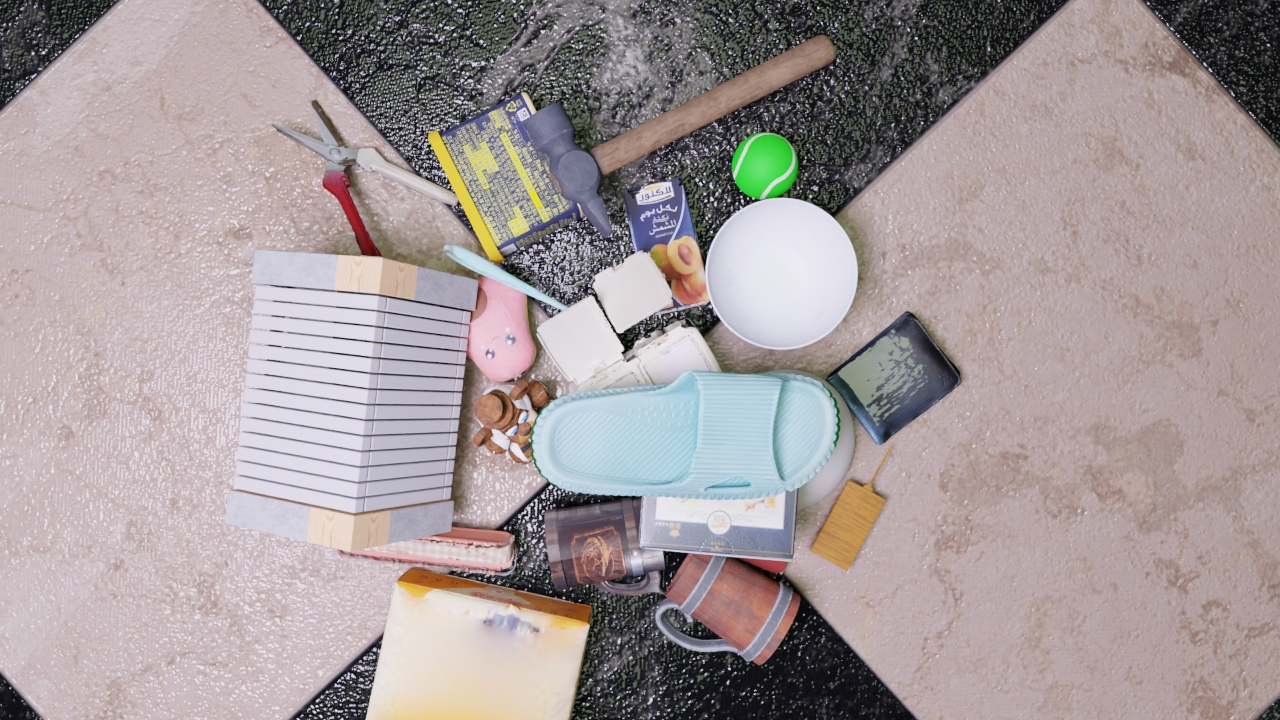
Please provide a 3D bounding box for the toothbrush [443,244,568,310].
[{"bbox_3d":[-0.111,-0.071,0.903,0.180,0.017,0.016,26,75,-22],"label":"toothbrush"}]

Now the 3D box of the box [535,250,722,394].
[{"bbox_3d":[-0.005,0.005,0.879,0.143,0.080,0.180,-32,114,0],"label":"box"}]

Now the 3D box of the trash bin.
[{"bbox_3d":[-0.263,0.033,0.853,0.143,0.142,0.247,6,90,24],"label":"trash bin"}]

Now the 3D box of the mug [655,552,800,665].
[{"bbox_3d":[0.080,0.248,0.910,0.111,0.081,0.118,32,114,4],"label":"mug"}]

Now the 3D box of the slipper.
[{"bbox_3d":[0.039,0.067,0.799,0.276,0.069,0.116,-2,88,1],"label":"slipper"}]

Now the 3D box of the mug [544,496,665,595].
[{"bbox_3d":[-0.032,0.193,0.913,0.107,0.080,0.116,-10,118,-1],"label":"mug"}]

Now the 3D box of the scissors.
[{"bbox_3d":[-0.275,-0.182,0.925,0.179,0.015,0.198,-3,68,-17],"label":"scissors"}]

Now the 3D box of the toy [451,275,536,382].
[{"bbox_3d":[-0.144,-0.031,0.918,0.090,0.051,0.110,-32,86,-3],"label":"toy"}]

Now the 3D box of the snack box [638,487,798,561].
[{"bbox_3d":[0.074,0.106,0.852,0.144,0.042,0.145,5,86,-1],"label":"snack box"}]

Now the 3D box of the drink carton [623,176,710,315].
[{"bbox_3d":[0.026,-0.115,0.923,0.064,0.040,0.130,-14,90,0],"label":"drink carton"}]

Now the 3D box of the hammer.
[{"bbox_3d":[0.057,-0.241,0.893,0.321,0.040,0.129,-30,95,-14],"label":"hammer"}]

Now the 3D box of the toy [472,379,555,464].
[{"bbox_3d":[-0.124,0.056,0.892,0.067,0.112,0.087,39,91,12],"label":"toy"}]

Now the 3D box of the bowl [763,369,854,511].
[{"bbox_3d":[0.145,0.086,0.904,0.149,0.043,0.149,-1,101,-6],"label":"bowl"}]

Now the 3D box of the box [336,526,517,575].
[{"bbox_3d":[-0.218,0.189,0.920,0.187,0.056,0.067,5,122,2],"label":"box"}]

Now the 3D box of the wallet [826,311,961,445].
[{"bbox_3d":[0.258,0.018,0.928,0.115,0.026,0.089,-39,91,1],"label":"wallet"}]

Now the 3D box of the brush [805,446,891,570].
[{"bbox_3d":[0.220,0.147,0.931,0.048,0.017,0.126,29,90,1],"label":"brush"}]

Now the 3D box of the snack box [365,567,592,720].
[{"bbox_3d":[-0.157,0.300,0.904,0.195,0.080,0.145,12,91,1],"label":"snack box"}]

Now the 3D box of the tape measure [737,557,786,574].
[{"bbox_3d":[0.126,0.184,0.932,0.059,0.019,0.051,24,88,-6],"label":"tape measure"}]

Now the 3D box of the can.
[{"bbox_3d":[-0.130,-0.181,0.909,0.104,0.075,0.135,-27,90,-2],"label":"can"}]

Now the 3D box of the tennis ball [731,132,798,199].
[{"bbox_3d":[0.123,-0.193,0.910,0.065,0.065,0.065,0,90,0],"label":"tennis ball"}]

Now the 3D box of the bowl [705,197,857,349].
[{"bbox_3d":[0.134,-0.082,0.905,0.144,0.074,0.144,0,90,1],"label":"bowl"}]
